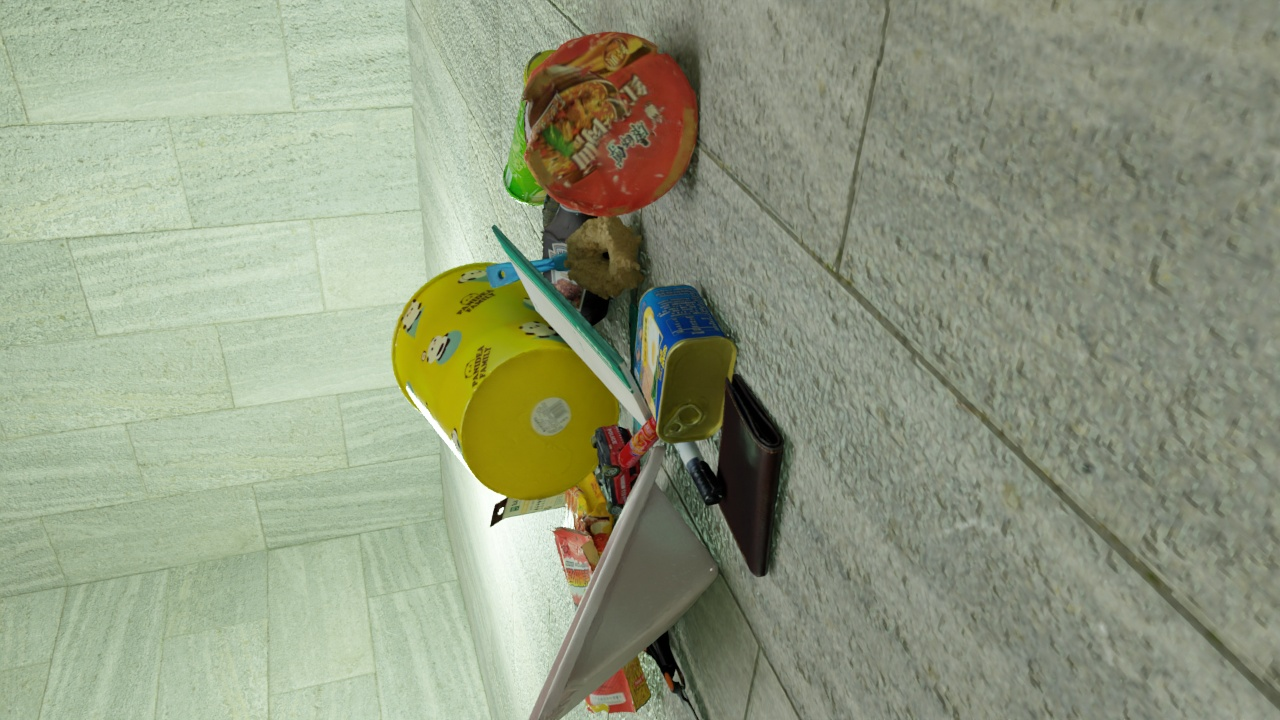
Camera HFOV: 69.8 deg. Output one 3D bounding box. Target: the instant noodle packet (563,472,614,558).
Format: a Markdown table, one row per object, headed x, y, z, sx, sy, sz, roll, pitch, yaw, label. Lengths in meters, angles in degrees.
| x | y | z | sx | sy | sz | roll | pitch | yaw | label |
| --- | --- | --- | --- | --- | --- | --- | --- | --- | --- |
| -0.067 | 0.202 | 1.157 | 0.128 | 0.044 | 0.111 | -132 | 42 | -61 | instant noodle packet |

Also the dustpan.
| x | y | z | sx | sy | sz | roll | pitch | yaw | label |
| --- | --- | --- | --- | --- | --- | --- | --- | --- | --- |
| -0.046 | 0.209 | 0.833 | 0.139 | 0.272 | 0.223 | 49 | 149 | 15 | dustpan |

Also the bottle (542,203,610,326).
| x | y | z | sx | sy | sz | roll | pitch | yaw | label |
| --- | --- | --- | --- | --- | --- | --- | --- | --- | --- |
| -0.066 | -0.131 | 0.965 | 0.080 | 0.043 | 0.195 | 23 | 128 | 25 | bottle |

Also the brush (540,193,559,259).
| x | y | z | sx | sy | sz | roll | pitch | yaw | label |
| --- | --- | --- | --- | --- | --- | --- | --- | --- | --- |
| -0.082 | -0.141 | 1.041 | 0.073 | 0.055 | 0.144 | -81 | -4 | -56 | brush |

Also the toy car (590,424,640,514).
| x | y | z | sx | sy | sz | roll | pitch | yaw | label |
| --- | --- | --- | --- | --- | --- | --- | --- | --- | --- |
| -0.024 | 0.117 | 0.978 | 0.121 | 0.045 | 0.053 | 90 | 163 | -49 | toy car |

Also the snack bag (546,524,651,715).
| x | y | z | sx | sy | sz | roll | pitch | yaw | label |
| --- | --- | --- | --- | --- | --- | --- | --- | --- | --- |
| -0.052 | 0.289 | 1.034 | 0.129 | 0.073 | 0.208 | 1 | 108 | 67 | snack bag |

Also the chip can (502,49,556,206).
| x | y | z | sx | sy | sz | roll | pitch | yaw | label |
| --- | --- | --- | --- | --- | --- | --- | --- | --- | --- |
| -0.110 | -0.255 | 1.041 | 0.222 | 0.072 | 0.072 | 127 | 133 | -65 | chip can |

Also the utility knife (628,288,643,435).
| x | y | z | sx | sy | sz | roll | pitch | yaw | label |
| --- | --- | --- | --- | --- | --- | --- | --- | --- | --- |
| -0.005 | 0.005 | 0.923 | 0.029 | 0.013 | 0.171 | -140 | 45 | -66 | utility knife |

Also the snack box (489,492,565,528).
| x | y | z | sx | sy | sz | roll | pitch | yaw | label |
| --- | --- | --- | --- | --- | --- | --- | --- | --- | --- |
| -0.147 | 0.179 | 1.259 | 0.113 | 0.125 | 0.053 | 115 | 143 | -61 | snack box |

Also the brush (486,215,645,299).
| x | y | z | sx | sy | sz | roll | pitch | yaw | label |
| --- | --- | --- | --- | --- | --- | --- | --- | --- | --- |
| -0.086 | -0.099 | 0.944 | 0.255 | 0.045 | 0.083 | -2 | 107 | 50 | brush |

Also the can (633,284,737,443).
| x | y | z | sx | sy | sz | roll | pitch | yaw | label |
| --- | --- | --- | --- | --- | --- | --- | --- | --- | --- |
| 0.032 | 0.001 | 0.735 | 0.083 | 0.057 | 0.102 | -114 | 24 | -49 | can |

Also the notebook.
| x | y | z | sx | sy | sz | roll | pitch | yaw | label |
| --- | --- | --- | --- | --- | --- | --- | --- | --- | --- |
| -0.061 | -0.028 | 0.874 | 0.209 | 0.012 | 0.150 | 46 | 170 | 30 | notebook |

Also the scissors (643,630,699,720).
| x | y | z | sx | sy | sz | roll | pitch | yaw | label |
| --- | --- | --- | --- | --- | --- | --- | --- | --- | --- |
| 0.031 | 0.318 | 0.929 | 0.125 | 0.021 | 0.234 | 110 | 141 | -58 | scissors |

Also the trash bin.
| x | y | z | sx | sy | sz | roll | pitch | yaw | label |
| --- | --- | --- | --- | --- | --- | --- | --- | --- | --- |
| -0.158 | 0.026 | 1.092 | 0.255 | 0.229 | 0.230 | -139 | 44 | -57 | trash bin |

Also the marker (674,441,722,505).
| x | y | z | sx | sy | sz | roll | pitch | yaw | label |
| --- | --- | --- | --- | --- | --- | --- | --- | --- | --- |
| 0.036 | 0.065 | 0.758 | 0.023 | 0.018 | 0.130 | -59 | 40 | 32 | marker |

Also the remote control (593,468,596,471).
| x | y | z | sx | sy | sz | roll | pitch | yaw | label |
| --- | --- | --- | --- | --- | --- | --- | --- | --- | --- |
| -0.080 | 0.099 | 1.182 | 0.125 | 0.024 | 0.049 | -141 | 45 | -67 | remote control |

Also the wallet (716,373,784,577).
| x | y | z | sx | sy | sz | roll | pitch | yaw | label |
| --- | --- | --- | --- | --- | --- | --- | --- | --- | --- |
| 0.078 | 0.085 | 0.688 | 0.096 | 0.020 | 0.122 | -114 | 22 | -55 | wallet |

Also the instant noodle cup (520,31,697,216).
| x | y | z | sx | sy | sz | roll | pitch | yaw | label |
| --- | --- | --- | --- | --- | --- | --- | --- | --- | --- |
| -0.031 | -0.196 | 0.739 | 0.108 | 0.138 | 0.138 | -113 | 21 | -64 | instant noodle cup |

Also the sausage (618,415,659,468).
| x | y | z | sx | sy | sz | roll | pitch | yaw | label |
| --- | --- | --- | --- | --- | --- | --- | --- | --- | --- |
| 0.011 | 0.065 | 0.847 | 0.156 | 0.020 | 0.020 | -52 | 48 | 51 | sausage |
